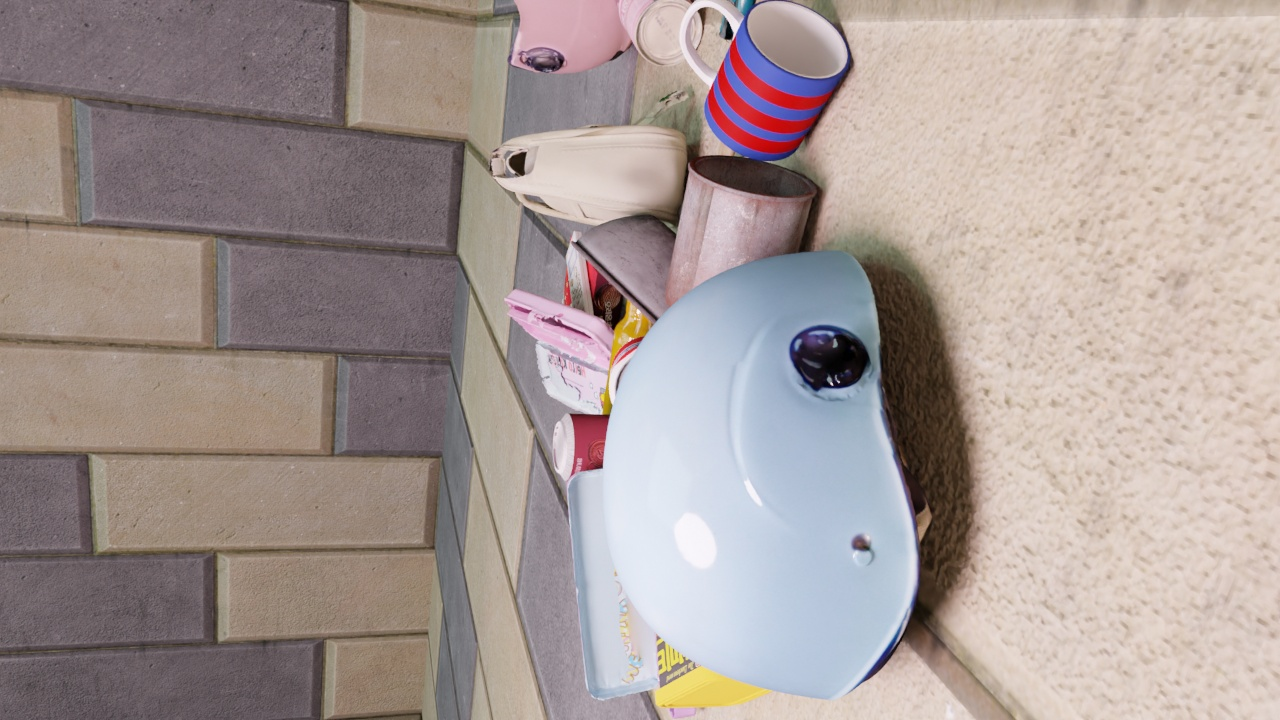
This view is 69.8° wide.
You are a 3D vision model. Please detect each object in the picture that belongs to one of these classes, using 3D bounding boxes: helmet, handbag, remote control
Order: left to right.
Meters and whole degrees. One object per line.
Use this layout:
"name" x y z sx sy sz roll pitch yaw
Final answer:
"remote control" -0.075 -0.091 1.106 0.050 0.011 0.135 115 151 -51
"helmet" -0.056 -0.420 0.973 0.256 0.152 0.229 105 173 -68
"handbag" -0.047 -0.201 0.913 0.229 0.184 0.132 -66 -18 -88
"helmet" 0.063 0.056 0.544 0.226 0.167 0.265 108 168 -65

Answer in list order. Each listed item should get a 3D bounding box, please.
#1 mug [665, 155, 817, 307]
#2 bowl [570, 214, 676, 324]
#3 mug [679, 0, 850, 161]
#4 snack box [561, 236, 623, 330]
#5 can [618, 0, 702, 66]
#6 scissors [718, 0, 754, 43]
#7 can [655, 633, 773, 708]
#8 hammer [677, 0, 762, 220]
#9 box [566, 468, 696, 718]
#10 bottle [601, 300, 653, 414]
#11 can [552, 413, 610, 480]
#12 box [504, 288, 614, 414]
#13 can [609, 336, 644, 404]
"mug" 0.074 -0.089 0.668 0.122 0.096 0.110 -46 -24 -59
"bowl" 0.014 -0.075 0.796 0.067 0.145 0.145 -46 25 3
"mug" 0.075 -0.198 0.623 0.074 0.112 0.076 -57 -2 -35
"snack box" -0.064 -0.069 1.151 0.152 0.035 0.133 -124 40 -62
"can" 0.018 -0.329 0.881 0.076 0.067 0.067 -109 28 -48
"scissors" 0.081 -0.304 0.760 0.151 0.019 0.120 113 152 -52
"can" 0.058 0.196 0.684 0.131 0.072 0.101 122 149 -57
"hammer" 0.090 -0.237 0.717 0.119 0.030 0.332 -107 29 -61
"box" -0.011 0.203 0.804 0.090 0.092 0.214 -146 51 -80
"bottle" -0.006 0.005 0.935 0.053 0.053 0.186 -128 44 -64
"can" -0.023 0.083 0.875 0.063 0.114 0.063 -178 91 -72
"box" -0.073 -0.007 1.050 0.201 0.058 0.156 22 145 51
"can" 0.009 0.017 0.788 0.132 0.070 0.070 -102 16 -85
